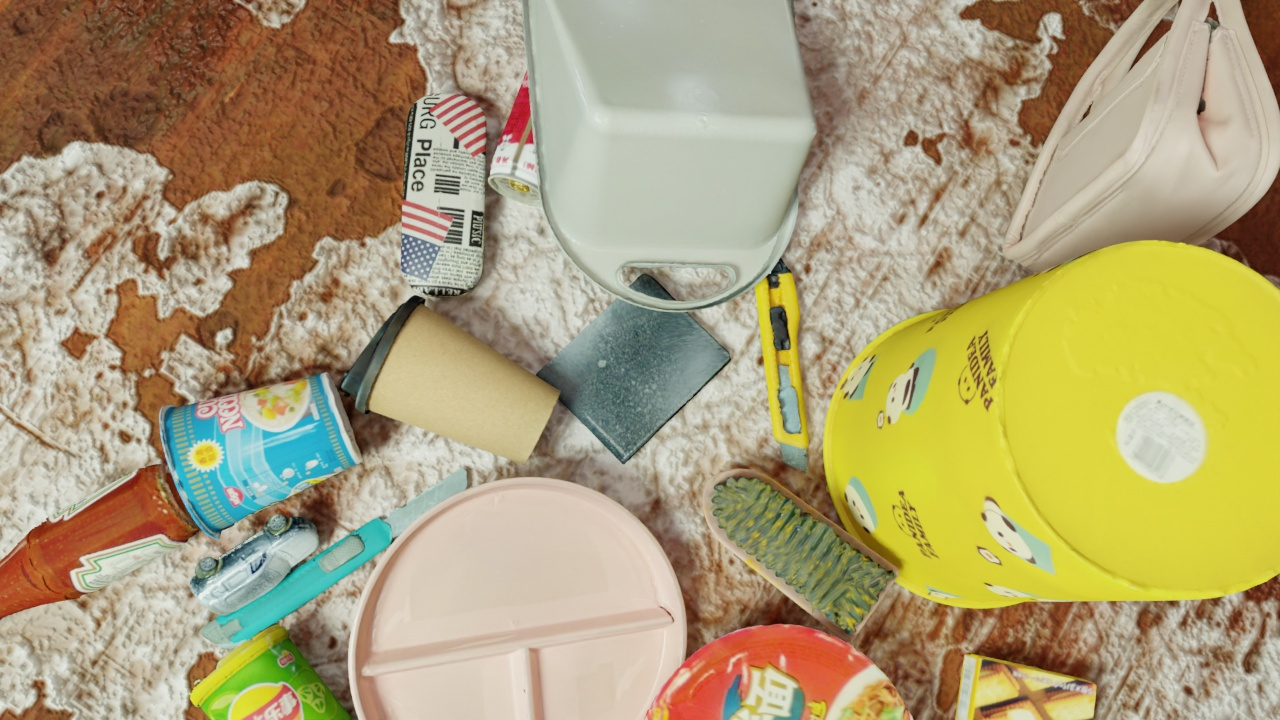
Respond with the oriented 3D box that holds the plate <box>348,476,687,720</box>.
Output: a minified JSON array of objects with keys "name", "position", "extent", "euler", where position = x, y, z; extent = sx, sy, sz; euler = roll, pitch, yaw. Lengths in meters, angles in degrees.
[{"name":"plate","position":[-0.080,0.194,0.630],"extent":[0.229,0.028,0.229],"euler":[0,89,-15]}]

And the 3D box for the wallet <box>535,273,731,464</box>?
[{"name":"wallet","position":[-0.004,0.004,0.699],"extent":[0.120,0.019,0.097],"euler":[-44,84,-10]}]

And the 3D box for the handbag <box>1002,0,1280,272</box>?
[{"name":"handbag","position":[0.364,-0.182,0.671],"extent":[0.093,0.194,0.233],"euler":[19,70,-1]}]

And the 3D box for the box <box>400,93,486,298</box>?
[{"name":"box","position":[-0.151,-0.128,0.708],"extent":[0.068,0.051,0.164],"euler":[0,78,8]}]

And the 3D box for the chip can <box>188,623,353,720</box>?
[{"name":"chip can","position":[-0.204,0.284,0.612],"extent":[0.072,0.073,0.221],"euler":[-40,84,-9]}]

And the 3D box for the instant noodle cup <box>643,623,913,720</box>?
[{"name":"instant noodle cup","position":[0.091,0.278,0.629],"extent":[0.194,0.066,0.193],"euler":[0,79,-2]}]

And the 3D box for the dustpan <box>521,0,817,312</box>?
[{"name":"dustpan","position":[0.020,-0.178,0.700],"extent":[0.222,0.143,0.257],"euler":[0,54,-15]}]

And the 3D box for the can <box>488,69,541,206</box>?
[{"name":"can","position":[-0.073,-0.190,0.711],"extent":[0.053,0.053,0.132],"euler":[18,80,1]}]

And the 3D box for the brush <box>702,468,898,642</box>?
[{"name":"brush","position":[0.106,0.131,0.653],"extent":[0.145,0.073,0.063],"euler":[36,85,9]}]

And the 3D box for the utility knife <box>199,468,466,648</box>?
[{"name":"utility knife","position":[-0.218,0.143,0.666],"extent":[0.218,0.013,0.029],"euler":[-33,82,-8]}]

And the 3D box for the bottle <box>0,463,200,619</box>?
[{"name":"bottle","position":[-0.411,0.143,0.636],"extent":[0.206,0.060,0.059],"euler":[-29,82,-6]}]

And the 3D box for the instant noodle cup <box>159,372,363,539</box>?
[{"name":"instant noodle cup","position":[-0.260,0.059,0.645],"extent":[0.109,0.099,0.099],"euler":[-21,81,-14]}]

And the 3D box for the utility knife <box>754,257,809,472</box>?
[{"name":"utility knife","position":[0.111,0.001,0.704],"extent":[0.033,0.015,0.171],"euler":[-6,80,0]}]

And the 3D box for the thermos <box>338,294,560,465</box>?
[{"name":"thermos","position":[-0.134,0.018,0.659],"extent":[0.143,0.093,0.093],"euler":[27,79,-6]}]

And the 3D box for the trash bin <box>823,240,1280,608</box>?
[{"name":"trash bin","position":[0.260,0.049,0.581],"extent":[0.229,0.255,0.229],"euler":[1,80,-3]}]

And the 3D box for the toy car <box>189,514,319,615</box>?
[{"name":"toy car","position":[-0.269,0.143,0.645],"extent":[0.090,0.043,0.034],"euler":[-33,56,-9]}]

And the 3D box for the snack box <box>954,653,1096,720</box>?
[{"name":"snack box","position":[0.267,0.288,0.652],"extent":[0.087,0.034,0.140],"euler":[13,81,0]}]
